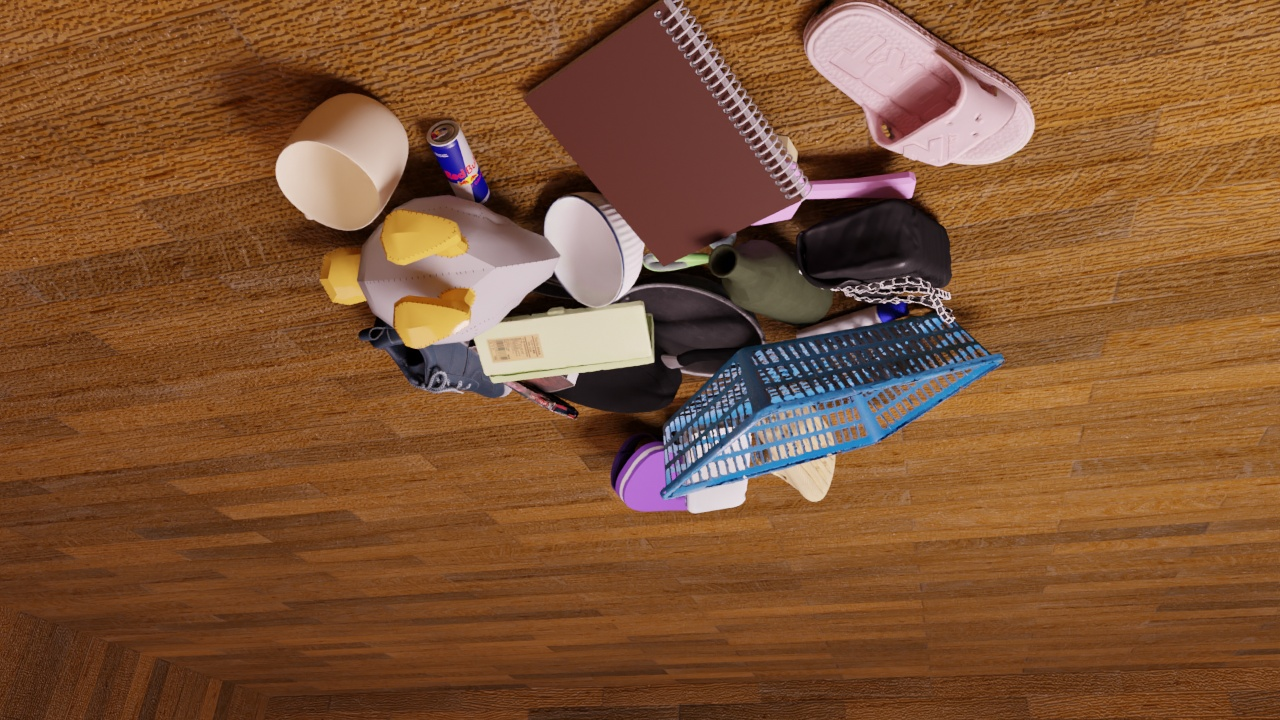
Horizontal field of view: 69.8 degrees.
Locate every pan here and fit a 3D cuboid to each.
[{"bbox_3d":[-0.007,0.006,1.112,0.357,0.034,0.225,-2,150,35],"label":"pan"},{"bbox_3d":[-0.022,-0.067,1.052,0.357,0.055,0.188,23,151,-8],"label":"pan"}]

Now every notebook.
[{"bbox_3d":[0.026,-0.192,0.812,0.172,0.022,0.209,-22,122,35],"label":"notebook"}]

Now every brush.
[{"bbox_3d":[0.142,-0.173,0.874,0.229,0.043,0.089,-1,149,6],"label":"brush"}]

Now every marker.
[{"bbox_3d":[0.252,-0.044,1.098,0.133,0.023,0.027,-19,164,30],"label":"marker"}]

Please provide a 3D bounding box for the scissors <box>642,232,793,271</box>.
[{"bbox_3d":[0.088,-0.110,0.958,0.171,0.024,0.160,-7,161,-18],"label":"scissors"}]

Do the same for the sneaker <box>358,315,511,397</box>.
[{"bbox_3d":[-0.244,0.002,1.132,0.089,0.087,0.235,-1,151,37],"label":"sneaker"}]

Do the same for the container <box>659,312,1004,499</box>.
[{"bbox_3d":[0.207,0.045,1.075,0.361,0.089,0.258,-10,158,-30],"label":"container"}]

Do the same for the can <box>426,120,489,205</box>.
[{"bbox_3d":[-0.174,-0.186,0.883,0.032,0.032,0.095,-4,148,10],"label":"can"}]

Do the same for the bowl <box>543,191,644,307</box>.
[{"bbox_3d":[-0.038,-0.119,0.935,0.062,0.118,0.118,-28,169,-38],"label":"bowl"}]

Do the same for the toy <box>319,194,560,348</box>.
[{"bbox_3d":[-0.201,-0.090,0.907,0.246,0.141,0.267,-8,-170,-10],"label":"toy"}]

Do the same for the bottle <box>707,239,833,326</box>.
[{"bbox_3d":[0.130,-0.082,0.935,0.072,0.071,0.206,-17,165,29],"label":"bottle"}]

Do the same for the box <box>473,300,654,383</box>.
[{"bbox_3d":[-0.079,-0.030,1.004,0.188,0.083,0.091,-5,119,5],"label":"box"}]

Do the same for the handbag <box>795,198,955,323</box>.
[{"bbox_3d":[0.234,-0.086,0.912,0.125,0.114,0.153,-9,175,33],"label":"handbag"}]

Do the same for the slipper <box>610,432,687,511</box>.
[{"bbox_3d":[0.022,0.162,1.390,0.107,0.084,0.266,-51,150,8],"label":"slipper"}]

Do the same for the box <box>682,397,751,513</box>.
[{"bbox_3d":[0.110,0.155,1.324,0.083,0.122,0.216,40,157,27],"label":"box"}]

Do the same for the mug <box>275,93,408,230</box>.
[{"bbox_3d":[-0.267,-0.180,0.831,0.096,0.099,0.120,34,136,-21],"label":"mug"}]

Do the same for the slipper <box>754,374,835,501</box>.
[{"bbox_3d":[0.199,0.104,1.287,0.079,0.111,0.261,7,152,37],"label":"slipper"}]

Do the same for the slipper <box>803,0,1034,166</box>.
[{"bbox_3d":[0.236,-0.218,0.775,0.239,0.064,0.094,23,143,-27],"label":"slipper"}]

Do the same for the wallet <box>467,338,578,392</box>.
[{"bbox_3d":[-0.142,0.001,1.116,0.123,0.019,0.072,33,151,-33],"label":"wallet"}]

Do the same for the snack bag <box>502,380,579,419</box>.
[{"bbox_3d":[-0.128,0.049,1.204,0.074,0.018,0.155,29,177,11],"label":"snack bag"}]
